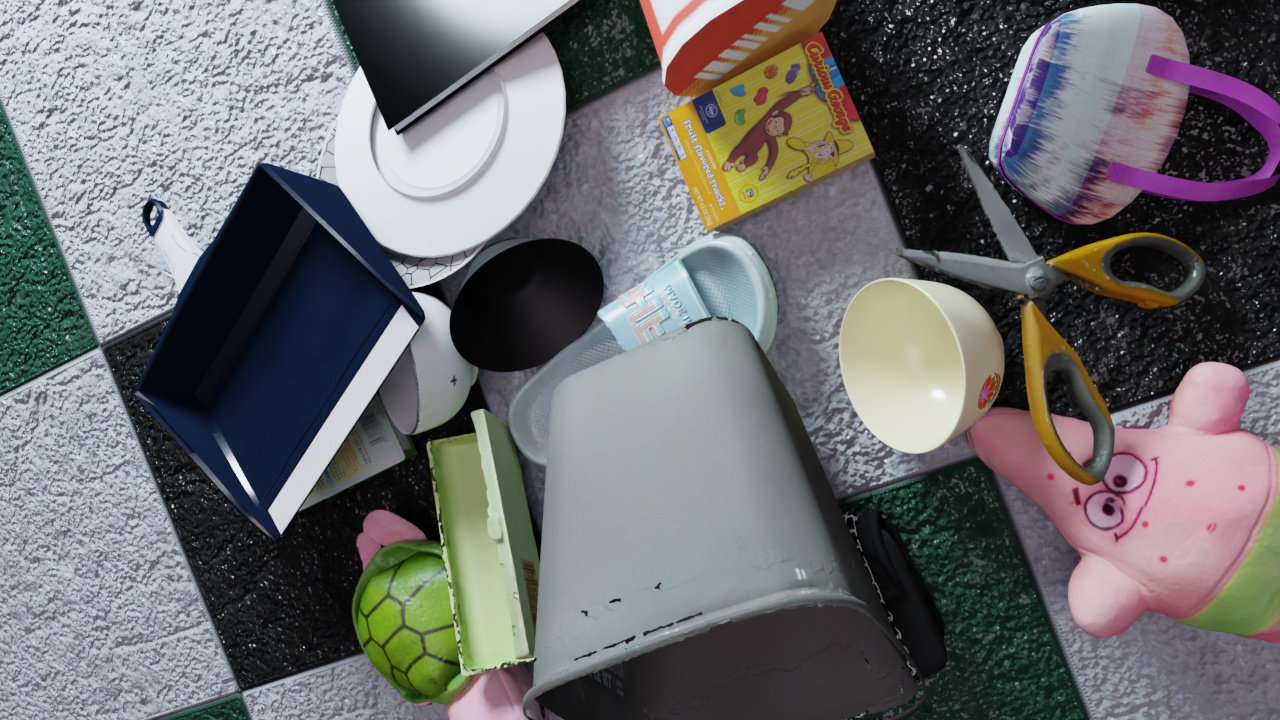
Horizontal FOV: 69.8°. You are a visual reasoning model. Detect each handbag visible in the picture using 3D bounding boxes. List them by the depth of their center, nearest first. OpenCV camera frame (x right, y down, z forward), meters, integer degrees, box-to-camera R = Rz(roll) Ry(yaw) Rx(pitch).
[{"bbox_3d":[0.323,-0.151,0.585,0.170,0.068,0.145,17,103,7],"label":"handbag"},{"bbox_3d":[0.125,0.182,0.652,0.154,0.114,0.125,-22,86,20],"label":"handbag"}]

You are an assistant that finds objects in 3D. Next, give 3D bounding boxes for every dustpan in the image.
[{"bbox_3d":[-0.316,-0.036,0.724,0.237,0.080,0.273,-52,56,18],"label":"dustpan"}]

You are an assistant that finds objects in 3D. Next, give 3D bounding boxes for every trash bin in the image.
[{"bbox_3d":[0.040,0.114,0.582,0.198,0.197,0.219,-23,46,15],"label":"trash bin"}]

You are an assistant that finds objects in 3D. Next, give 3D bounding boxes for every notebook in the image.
[{"bbox_3d":[-0.134,-0.288,0.695,0.207,0.016,0.149,-30,73,15],"label":"notebook"}]

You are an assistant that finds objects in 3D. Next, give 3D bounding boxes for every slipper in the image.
[{"bbox_3d":[-0.004,0.004,0.687,0.246,0.074,0.104,-35,88,18],"label":"slipper"}]

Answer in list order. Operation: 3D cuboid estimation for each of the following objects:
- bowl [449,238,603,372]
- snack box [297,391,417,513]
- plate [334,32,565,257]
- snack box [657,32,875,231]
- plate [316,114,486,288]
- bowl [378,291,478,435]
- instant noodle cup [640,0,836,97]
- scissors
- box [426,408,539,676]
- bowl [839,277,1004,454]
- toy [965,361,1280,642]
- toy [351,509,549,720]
[{"bbox_3d":[-0.095,-0.055,0.703,0.124,0.124,0.052,-49,50,16],"label":"bowl"},{"bbox_3d":[-0.290,0.056,0.799,0.168,0.027,0.132,-26,88,18],"label":"snack box"},{"bbox_3d":[-0.154,-0.183,0.705,0.209,0.015,0.208,-3,81,21],"label":"plate"},{"bbox_3d":[0.090,-0.159,0.656,0.126,0.040,0.088,-24,90,17],"label":"snack box"},{"bbox_3d":[-0.177,-0.148,0.728,0.189,0.016,0.188,-3,81,21],"label":"plate"},{"bbox_3d":[-0.169,-0.002,0.727,0.113,0.063,0.113,30,126,51],"label":"bowl"},{"bbox_3d":[0.048,-0.266,0.619,0.124,0.123,0.121,-26,82,17],"label":"instant noodle cup"},{"bbox_3d":[0.257,-0.028,0.567,0.225,0.016,0.225,5,84,-14],"label":"scissors"},{"bbox_3d":[-0.123,0.141,0.706,0.083,0.091,0.187,-18,69,12],"label":"box"},{"bbox_3d":[0.202,-0.003,0.621,0.074,0.118,0.118,-12,95,-25],"label":"bowl"},{"bbox_3d":[0.327,0.088,0.594,0.237,0.096,0.192,25,91,18],"label":"toy"},{"bbox_3d":[-0.162,0.230,0.754,0.190,0.087,0.238,-43,79,22],"label":"toy"}]
